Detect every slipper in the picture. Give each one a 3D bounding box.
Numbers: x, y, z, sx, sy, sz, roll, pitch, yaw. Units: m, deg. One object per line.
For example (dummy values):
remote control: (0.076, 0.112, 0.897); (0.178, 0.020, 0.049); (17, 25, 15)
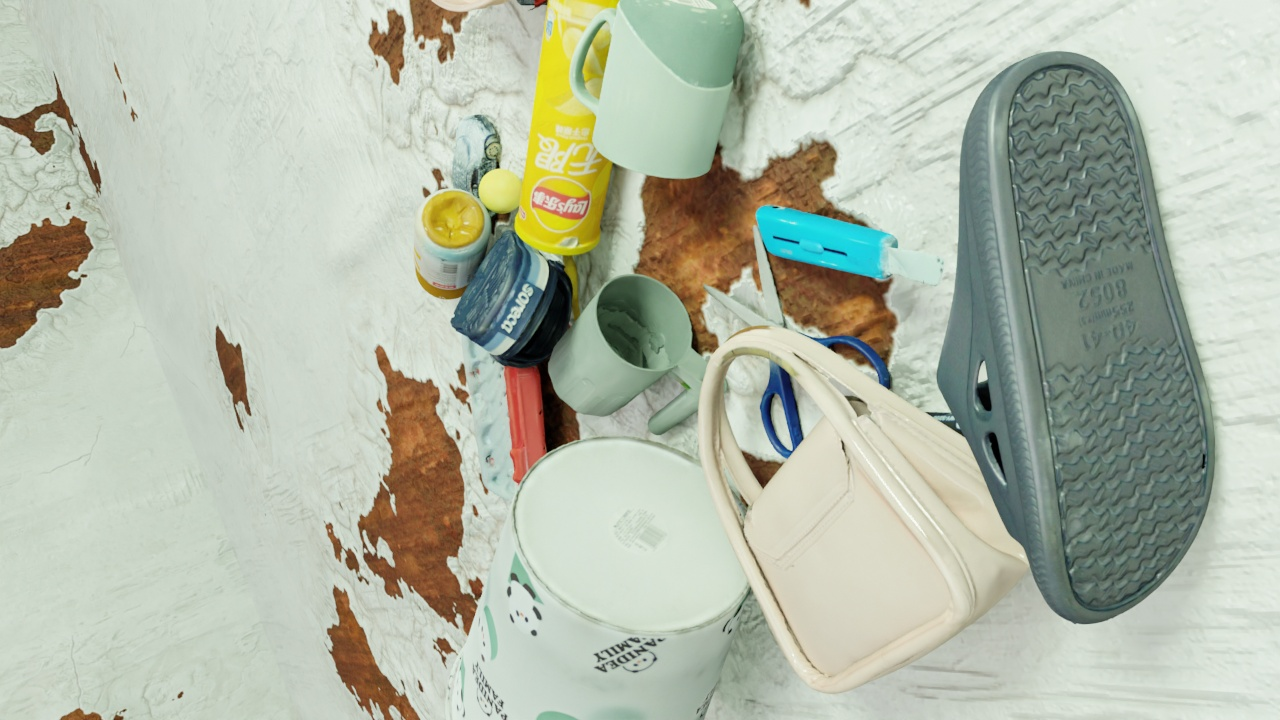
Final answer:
slipper: (0.203, -0.009, 0.453); (0.083, 0.110, 0.268); (-176, 74, -73)
slipper: (-0.100, -0.047, 0.789); (0.095, 0.105, 0.253); (33, 177, -14)

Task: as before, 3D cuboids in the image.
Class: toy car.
toy car: (-0.158, -0.181, 0.870); (0.049, 0.031, 0.106); (37, 133, 34)

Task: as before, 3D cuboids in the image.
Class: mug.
mug: (-0.004, 0.004, 0.737); (0.124, 0.083, 0.104); (42, 143, -5)
mug: (0.006, -0.190, 0.604); (0.112, 0.082, 0.107); (25, 126, 16)

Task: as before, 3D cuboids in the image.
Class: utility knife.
utility knife: (0.118, -0.067, 0.534); (0.191, 0.018, 0.034); (-145, 38, -66)

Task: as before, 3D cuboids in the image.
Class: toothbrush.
toothbrush: (-0.065, -0.085, 0.813); (0.018, 0.016, 0.191); (22, 125, 55)

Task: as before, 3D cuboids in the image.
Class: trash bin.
trash bin: (-0.031, 0.211, 0.736); (0.229, 0.229, 0.253); (43, 136, 30)

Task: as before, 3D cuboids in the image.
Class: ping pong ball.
ping pong ball: (-0.127, -0.154, 0.834); (0.040, 0.040, 0.040); (27, 127, 42)

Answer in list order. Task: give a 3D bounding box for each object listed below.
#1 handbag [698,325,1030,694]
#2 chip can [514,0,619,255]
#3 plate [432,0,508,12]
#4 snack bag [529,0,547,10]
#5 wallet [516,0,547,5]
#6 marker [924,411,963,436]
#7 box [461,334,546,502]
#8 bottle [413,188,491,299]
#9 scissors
handbag: (0.116, 0.082, 0.592); (0.234, 0.093, 0.194); (52, 144, 20)
chip can: (-0.048, -0.186, 0.695); (0.072, 0.071, 0.214); (42, 136, 31)
plate: (-0.097, -0.361, 0.651); (0.230, 0.028, 0.229); (-4, 84, 45)
snack bag: (-0.075, -0.312, 0.677); (0.045, 0.026, 0.105); (2, 108, 49)
wallet: (-0.069, -0.332, 0.695); (0.097, 0.019, 0.121); (22, 125, 44)
marker: (0.194, 0.041, 0.544); (0.132, 0.020, 0.022); (-3, 124, 51)
box: (-0.133, 0.075, 0.951); (0.161, 0.060, 0.201); (34, 133, 53)
bottle: (-0.185, -0.103, 0.889); (0.068, 0.068, 0.190); (64, 162, 6)
scissors: (0.104, -0.008, 0.640); (0.163, 0.012, 0.176); (14, 117, 49)
